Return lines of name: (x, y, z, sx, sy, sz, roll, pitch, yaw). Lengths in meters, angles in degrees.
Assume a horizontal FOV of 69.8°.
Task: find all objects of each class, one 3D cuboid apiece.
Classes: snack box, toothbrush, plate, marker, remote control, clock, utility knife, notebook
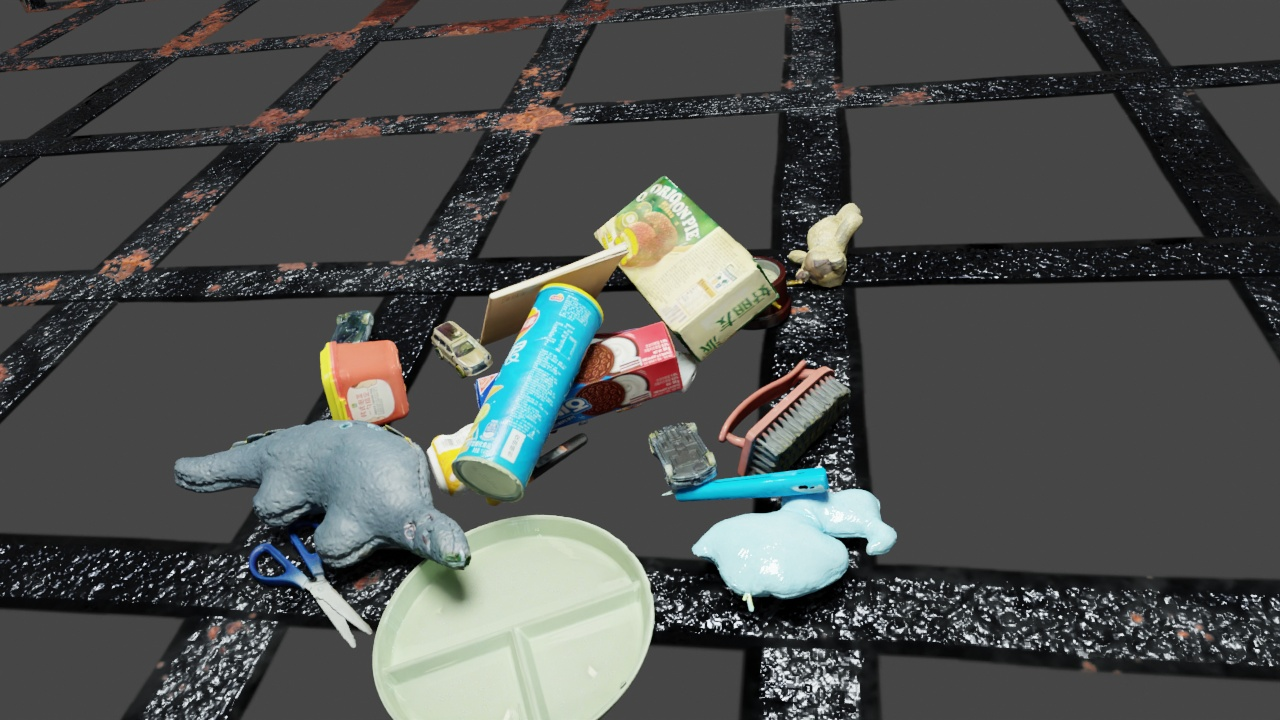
snack box: (-0.294, 0.028, 0.984, 0.080, 0.091, 0.082, -11, 38, -13)
toothbrush: (0.002, -0.033, 1.057, 0.188, 0.016, 0.017, -3, 29, 9)
snack box: (0.045, -0.110, 1.036, 0.114, 0.063, 0.240, -40, 41, 2)
plate: (-0.102, 0.220, 0.749, 0.230, 0.027, 0.229, -5, 38, 4)
marker: (-0.100, 0.106, 0.904, 0.123, 0.015, 0.018, -32, 45, -30)
remote control: (-0.006, 0.006, 1.004, 0.136, 0.020, 0.055, 9, 43, 19)
clock: (0.120, -0.081, 1.059, 0.122, 0.055, 0.081, 16, 45, 31)
utility knife: (0.092, 0.113, 0.822, 0.161, 0.018, 0.034, -10, 8, 29)
snack box: (-0.063, 0.026, 0.945, 0.207, 0.058, 0.057, -17, 49, -1)
notebook: (-0.102, -0.067, 1.005, 0.149, 0.212, 0.012, -22, 84, -16)

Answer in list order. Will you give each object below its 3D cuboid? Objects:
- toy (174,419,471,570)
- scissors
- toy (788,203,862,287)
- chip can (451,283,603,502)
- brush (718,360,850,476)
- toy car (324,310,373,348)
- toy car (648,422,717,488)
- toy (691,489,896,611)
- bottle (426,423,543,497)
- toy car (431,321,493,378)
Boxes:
toy: (-0.278, 0.116, 0.861, 0.357, 0.091, 0.137, 12, 37, 28)
scissors: (-0.285, 0.196, 0.831, 0.174, 0.012, 0.125, 8, 42, 19)
toy: (0.233, -0.142, 1.116, 0.105, 0.066, 0.156, -25, 21, 37)
chip can: (-0.103, 0.027, 0.868, 0.071, 0.071, 0.209, 8, 55, 21)
brush: (0.141, 0.050, 0.884, 0.069, 0.063, 0.145, 35, 53, 25)
toy car: (-0.348, -0.026, 1.105, 0.043, 0.034, 0.090, -3, 41, 4)
toy car: (0.040, 0.092, 0.872, 0.049, 0.031, 0.105, -17, 24, -6)
toy: (0.129, 0.153, 0.768, 0.161, 0.050, 0.155, 6, 30, 18)
bottle: (-0.150, 0.089, 0.895, 0.108, 0.063, 0.063, -20, 40, -15)
toy car: (-0.206, -0.013, 1.059, 0.042, 0.035, 0.090, -33, 47, -24)
